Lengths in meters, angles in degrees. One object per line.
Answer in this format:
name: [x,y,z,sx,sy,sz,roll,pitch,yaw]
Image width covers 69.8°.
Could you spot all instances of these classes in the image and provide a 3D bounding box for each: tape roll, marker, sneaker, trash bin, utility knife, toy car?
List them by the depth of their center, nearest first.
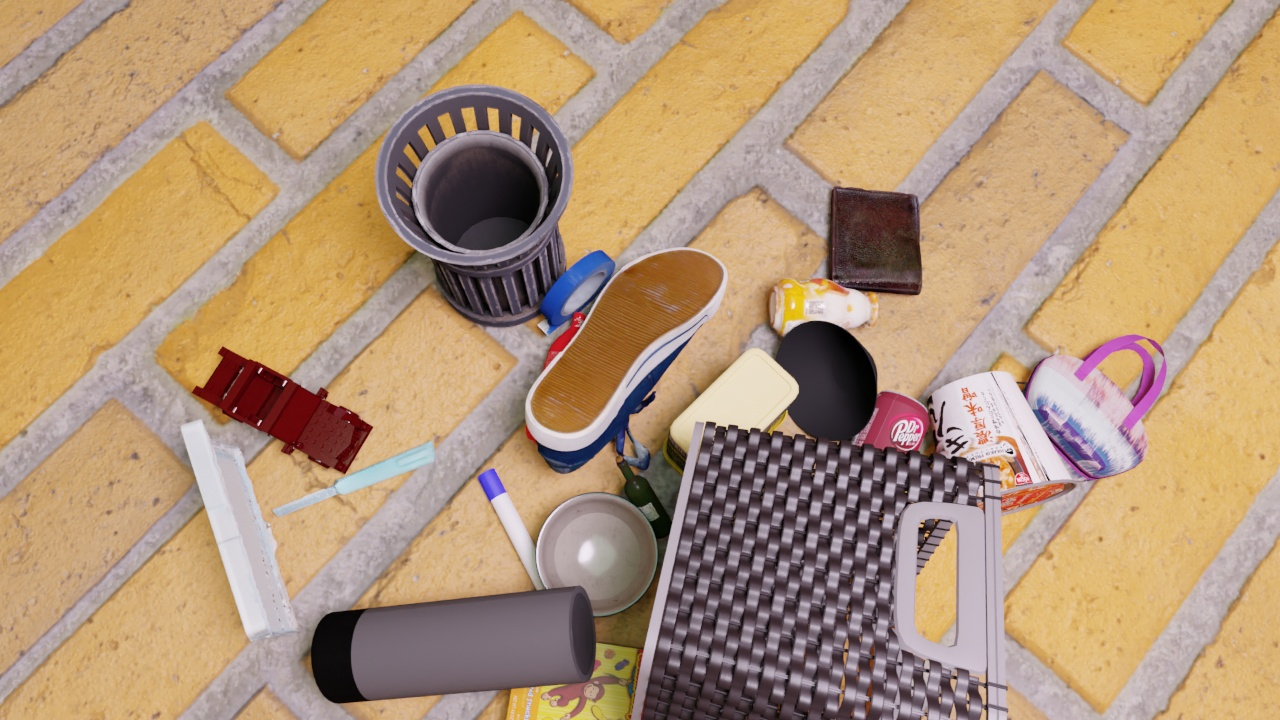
trash bin: [-0.144,-0.129,0.879,0.164,0.228,0.164,1,75,-2]
marker: [-0.122,0.174,0.911,0.020,0.020,0.141,-28,78,-9]
toy car: [-0.358,0.046,0.911,0.170,0.062,0.070,27,76,5]
utility knife: [-0.286,0.121,0.918,0.168,0.015,0.022,-21,76,-9]
sneaker: [-0.006,0.005,0.932,0.121,0.127,0.293,29,58,18]
tape roll: [-0.063,-0.074,0.937,0.016,0.093,0.091,45,62,9]

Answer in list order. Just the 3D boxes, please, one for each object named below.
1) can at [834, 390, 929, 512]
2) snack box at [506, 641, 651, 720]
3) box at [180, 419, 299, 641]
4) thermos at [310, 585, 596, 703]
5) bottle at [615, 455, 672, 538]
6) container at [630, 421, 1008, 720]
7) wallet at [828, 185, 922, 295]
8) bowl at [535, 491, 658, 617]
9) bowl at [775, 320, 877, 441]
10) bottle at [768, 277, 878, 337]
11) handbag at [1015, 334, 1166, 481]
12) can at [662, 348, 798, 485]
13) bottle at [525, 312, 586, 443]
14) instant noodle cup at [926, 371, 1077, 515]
can: [0.242,0.092,0.922,0.063,0.063,0.114,27,76,5]
snack box: [-0.056,0.310,0.866,0.126,0.040,0.088,8,75,0]
box: [-0.371,0.160,0.842,0.043,0.136,0.197,-20,77,-13]
thermos: [-0.167,0.256,0.824,0.241,0.082,0.082,-9,75,11]
bottle: [0.001,0.131,0.892,0.025,0.025,0.106,-35,121,-11]
container: [0.136,0.215,0.768,0.244,0.246,0.246,12,52,5]
wallet: [0.255,-0.130,0.999,0.099,0.031,0.119,5,73,-4]
bowl: [-0.042,0.188,0.888,0.115,0.059,0.115,1,76,-2]
bowl: [0.202,0.015,0.933,0.052,0.124,0.124,-16,74,-40]
bottle: [0.191,-0.054,0.958,0.109,0.063,0.063,1,75,-2]
handbag: [0.479,0.036,0.952,0.169,0.068,0.144,-39,81,-18]
can: [0.088,0.059,0.903,0.130,0.101,0.072,-43,78,-12]
bottle: [-0.081,0.018,0.940,0.042,0.042,0.141,15,75,2]
instant noodle cup: [0.345,0.083,0.908,0.123,0.124,0.121,-10,67,-5]
